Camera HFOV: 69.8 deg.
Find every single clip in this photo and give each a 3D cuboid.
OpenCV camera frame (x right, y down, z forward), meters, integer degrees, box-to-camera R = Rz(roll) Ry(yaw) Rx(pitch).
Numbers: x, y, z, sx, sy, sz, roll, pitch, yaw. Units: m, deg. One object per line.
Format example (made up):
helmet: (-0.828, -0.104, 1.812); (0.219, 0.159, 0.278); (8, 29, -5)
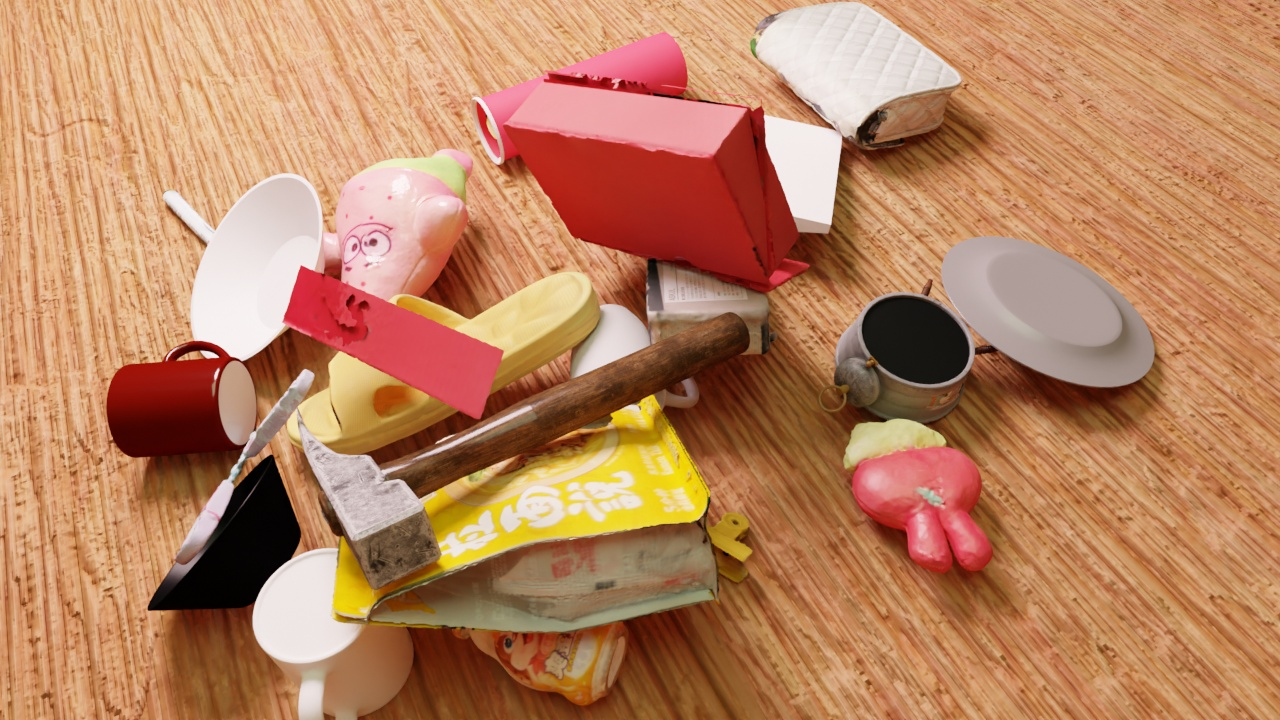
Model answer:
clip: (0.057, 0.127, 0.644); (0.054, 0.046, 0.048); (25, 90, 24)

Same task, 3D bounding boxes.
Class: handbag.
handbag: (0.218, -0.293, 0.945); (0.138, 0.073, 0.194); (-17, 50, -23)

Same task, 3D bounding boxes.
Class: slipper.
slipper: (-0.159, -0.010, 0.699); (0.263, 0.078, 0.099); (-25, 35, -1)

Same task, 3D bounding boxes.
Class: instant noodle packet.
instant noodle packet: (-0.078, 0.097, 0.581); (0.221, 0.084, 0.163); (-7, 23, -12)

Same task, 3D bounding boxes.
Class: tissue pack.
tissue pack: (0.056, -0.050, 0.744); (0.104, 0.071, 0.181); (-2, 24, 0)

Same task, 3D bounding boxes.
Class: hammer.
hammer: (-0.075, 0.025, 0.619); (0.300, 0.037, 0.218); (-24, 26, -22)

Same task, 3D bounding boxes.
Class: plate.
plate: (0.331, -0.048, 0.742); (0.178, 0.012, 0.178); (9, 44, -9)
plate: (-0.321, -0.075, 0.798); (0.174, 0.036, 0.173); (-13, 66, 31)

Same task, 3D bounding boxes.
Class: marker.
marker: (-0.429, -0.129, 0.895); (0.017, 0.017, 0.146); (-38, 58, -25)

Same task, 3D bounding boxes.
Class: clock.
clock: (0.197, 0.002, 0.714); (0.147, 0.056, 0.104); (-27, 62, -23)

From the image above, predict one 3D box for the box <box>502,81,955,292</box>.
box: (0.088, -0.170, 0.773); (0.213, 0.148, 0.373); (20, 31, 39)

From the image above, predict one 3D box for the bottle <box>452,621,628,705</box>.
bottle: (-0.065, 0.175, 0.584); (0.108, 0.063, 0.063); (13, 52, 15)

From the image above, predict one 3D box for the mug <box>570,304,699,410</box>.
mug: (-0.004, 0.004, 0.729); (0.107, 0.071, 0.089); (14, 39, -20)

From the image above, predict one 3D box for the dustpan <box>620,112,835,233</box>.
dustpan: (0.054, -0.183, 0.879); (0.258, 0.053, 0.191); (14, 40, 6)

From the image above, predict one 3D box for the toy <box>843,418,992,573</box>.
toy: (0.196, 0.092, 0.646); (0.091, 0.045, 0.135); (-13, 46, -11)

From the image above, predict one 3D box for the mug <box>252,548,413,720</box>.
mug: (-0.188, 0.186, 0.565); (0.074, 0.091, 0.110); (-7, 50, -2)

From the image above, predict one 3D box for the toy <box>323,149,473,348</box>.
toy: (-0.222, -0.099, 0.807); (0.192, 0.097, 0.236); (-11, 55, 28)

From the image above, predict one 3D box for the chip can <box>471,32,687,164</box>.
chip can: (-0.061, -0.275, 0.956); (0.220, 0.069, 0.069); (-25, 53, -17)

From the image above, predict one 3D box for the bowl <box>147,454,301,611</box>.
bowl: (-0.271, 0.130, 0.628); (0.052, 0.124, 0.123); (41, 52, -19)

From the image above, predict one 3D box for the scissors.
scissors: (-0.273, 0.069, 0.637); (0.175, 0.013, 0.170); (-53, 18, 7)

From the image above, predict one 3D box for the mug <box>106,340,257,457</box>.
mug: (-0.355, 0.024, 0.725); (0.082, 0.073, 0.105); (-4, 48, 0)
